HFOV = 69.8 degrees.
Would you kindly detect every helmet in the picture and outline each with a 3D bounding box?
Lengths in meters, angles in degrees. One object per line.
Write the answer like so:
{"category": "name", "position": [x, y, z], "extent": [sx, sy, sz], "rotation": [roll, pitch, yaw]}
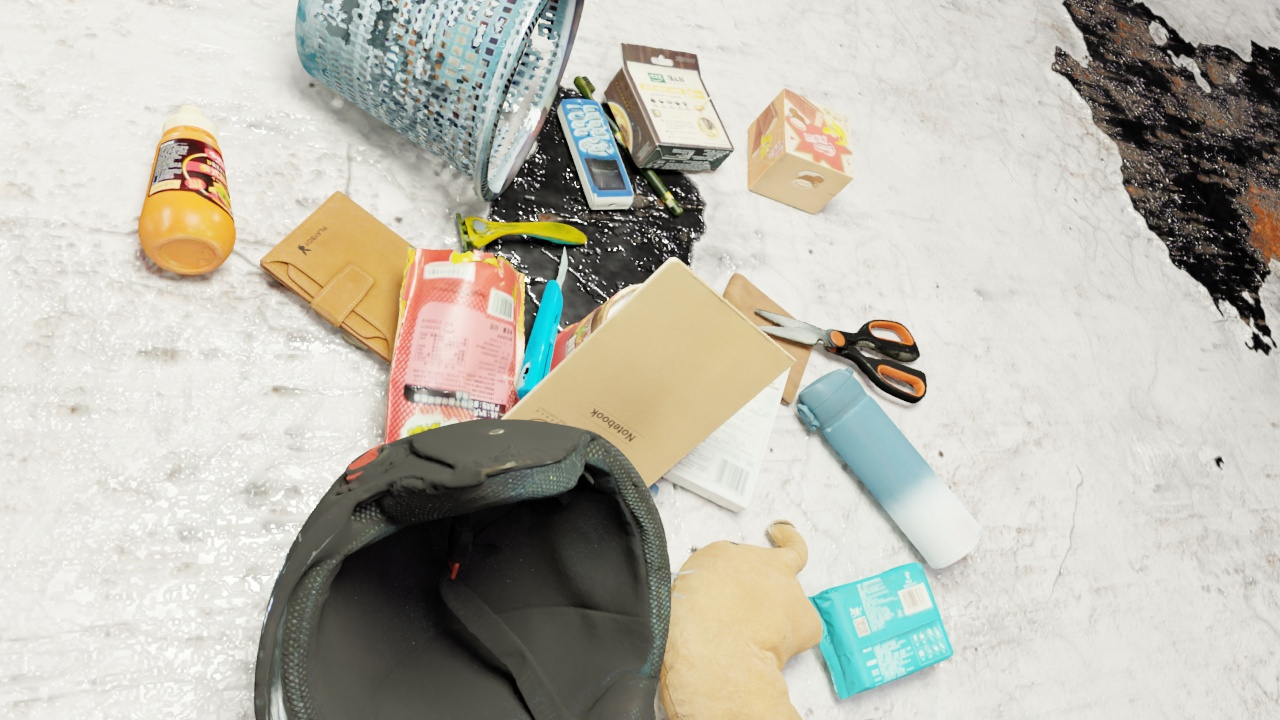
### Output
{"category": "helmet", "position": [-0.112, 0.155, 0.591], "extent": [0.274, 0.231, 0.233], "rotation": [-17, 100, -28]}

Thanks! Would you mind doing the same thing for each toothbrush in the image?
{"category": "toothbrush", "position": [-0.012, -0.229, 0.973], "extent": [0.186, 0.012, 0.017], "rotation": [54, 42, 5]}

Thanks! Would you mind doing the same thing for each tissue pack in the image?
{"category": "tissue pack", "position": [0.216, 0.244, 0.834], "extent": [0.133, 0.050, 0.093], "rotation": [-7, 71, -31]}

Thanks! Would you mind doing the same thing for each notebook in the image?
{"category": "notebook", "position": [0.001, 0.030, 0.719], "extent": [0.147, 0.208, 0.008], "rotation": [37, 20, -31]}

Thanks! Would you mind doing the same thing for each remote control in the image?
{"category": "remote control", "position": [-0.047, -0.210, 0.936], "extent": [0.049, 0.024, 0.125], "rotation": [-8, 69, -32]}

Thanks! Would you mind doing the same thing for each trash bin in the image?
{"category": "trash bin", "position": [-0.177, -0.281, 0.801], "extent": [0.195, 0.227, 0.225], "rotation": [24, 55, -1]}

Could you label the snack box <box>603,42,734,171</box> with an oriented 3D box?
{"category": "snack box", "position": [0.030, -0.268, 0.983], "extent": [0.113, 0.053, 0.125], "rotation": [-7, 66, -39]}

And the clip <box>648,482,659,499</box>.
{"category": "clip", "position": [0.000, 0.123, 0.796], "extent": [0.024, 0.026, 0.056], "rotation": [38, 44, -12]}

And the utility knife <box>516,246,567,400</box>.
{"category": "utility knife", "position": [-0.081, -0.035, 0.804], "extent": [0.018, 0.034, 0.202], "rotation": [-5, 42, 12]}

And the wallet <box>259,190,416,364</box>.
{"category": "wallet", "position": [-0.230, -0.069, 0.761], "extent": [0.132, 0.031, 0.107], "rotation": [38, 52, -6]}

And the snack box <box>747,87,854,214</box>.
{"category": "snack box", "position": [0.181, -0.236, 1.042], "extent": [0.092, 0.077, 0.094], "rotation": [16, 59, -22]}

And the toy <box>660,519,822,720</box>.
{"category": "toy", "position": [0.087, 0.212, 0.767], "extent": [0.143, 0.083, 0.225], "rotation": [33, 51, -15]}

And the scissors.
{"category": "scissors", "position": [0.215, -0.027, 0.986], "extent": [0.234, 0.022, 0.160], "rotation": [34, 48, -10]}

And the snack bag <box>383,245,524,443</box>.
{"category": "snack bag", "position": [-0.144, 0.017, 0.732], "extent": [0.128, 0.073, 0.207], "rotation": [10, 76, -37]}

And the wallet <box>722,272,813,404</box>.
{"category": "wallet", "position": [0.123, -0.022, 0.939], "extent": [0.115, 0.020, 0.101], "rotation": [37, 53, -11]}

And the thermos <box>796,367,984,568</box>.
{"category": "thermos", "position": [0.245, 0.104, 0.914], "extent": [0.220, 0.070, 0.070], "rotation": [50, 53, 3]}

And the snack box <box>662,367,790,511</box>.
{"category": "snack box", "position": [0.081, 0.053, 0.858], "extent": [0.084, 0.027, 0.156], "rotation": [27, 64, -14]}

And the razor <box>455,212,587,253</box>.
{"category": "razor", "position": [-0.106, -0.117, 0.857], "extent": [0.132, 0.028, 0.043], "rotation": [-2, 63, -32]}

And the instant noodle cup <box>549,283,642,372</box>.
{"category": "instant noodle cup", "position": [-0.005, 0.005, 0.797], "extent": [0.137, 0.109, 0.137], "rotation": [13, 60, -23]}

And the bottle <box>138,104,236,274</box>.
{"category": "bottle", "position": [-0.351, -0.140, 0.714], "extent": [0.066, 0.067, 0.149], "rotation": [3, 58, -28]}
